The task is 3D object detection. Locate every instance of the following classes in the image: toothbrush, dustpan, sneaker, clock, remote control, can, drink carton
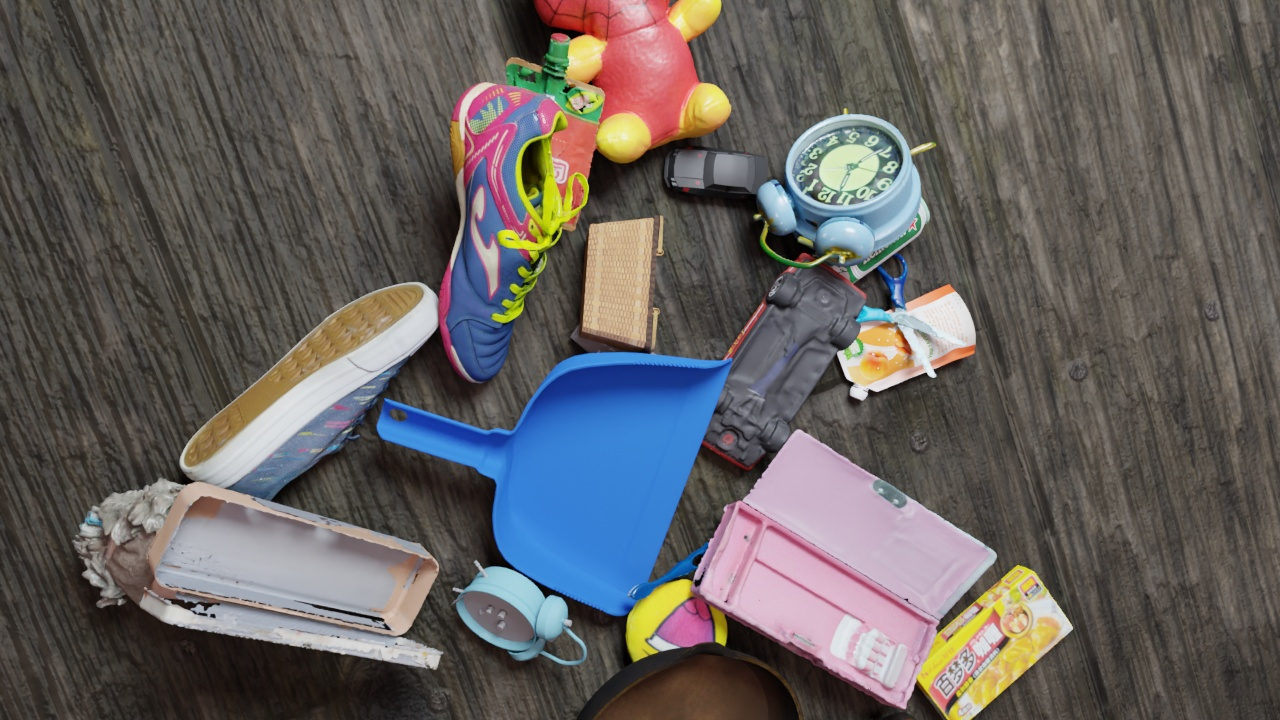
[{"bbox_3d":[0.044,0.179,0.805,0.132,0.016,0.021,-20,88,-31],"label":"toothbrush"},{"bbox_3d":[-0.084,0.076,0.753,0.257,0.059,0.246,18,106,-4],"label":"dustpan"},{"bbox_3d":[-0.250,0.030,0.741,0.235,0.087,0.079,-39,127,-5],"label":"sneaker"},{"bbox_3d":[-0.099,0.219,0.767,0.123,0.088,0.041,35,44,-4],"label":"clock"},{"bbox_3d":[-0.101,-0.083,0.702,0.091,0.116,0.242,17,120,17],"label":"sneaker"},{"bbox_3d":[-0.005,0.005,0.806,0.124,0.010,0.039,35,87,-10],"label":"remote control"},{"bbox_3d":[0.166,-0.137,0.774,0.118,0.060,0.162,29,74,29],"label":"clock"},{"bbox_3d":[0.203,-0.111,0.815,0.101,0.053,0.053,-36,98,-6],"label":"can"},{"bbox_3d":[0.239,-0.015,0.839,0.122,0.039,0.069,-22,95,-2],"label":"drink carton"}]

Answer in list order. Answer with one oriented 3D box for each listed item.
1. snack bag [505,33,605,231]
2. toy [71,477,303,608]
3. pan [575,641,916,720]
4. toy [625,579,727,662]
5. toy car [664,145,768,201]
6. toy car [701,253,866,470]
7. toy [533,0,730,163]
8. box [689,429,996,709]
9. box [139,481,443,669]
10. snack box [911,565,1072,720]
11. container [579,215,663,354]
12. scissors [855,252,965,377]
[{"bbox_3d":[-0.071,-0.181,0.727,0.087,0.044,0.155,26,129,16],"label":"snack bag"},{"bbox_3d":[-0.342,0.149,0.720,0.176,0.076,0.133,28,125,-25],"label":"toy"},{"bbox_3d":[0.090,0.341,0.810,0.355,0.043,0.249,1,106,-23],"label":"pan"},{"bbox_3d":[0.032,0.240,0.808,0.095,0.041,0.094,26,84,-19],"label":"toy"},{"bbox_3d":[0.067,-0.163,0.797,0.091,0.036,0.042,5,92,-10],"label":"toy car"},{"bbox_3d":[0.117,0.002,0.799,0.081,0.056,0.189,32,98,-12],"label":"toy car"},{"bbox_3d":[-0.015,-0.275,0.746,0.147,0.099,0.216,-23,98,-19],"label":"toy"},{"bbox_3d":[0.178,0.186,0.816,0.233,0.059,0.179,33,88,-12],"label":"box"},{"bbox_3d":[-0.250,0.164,0.694,0.216,0.095,0.107,28,60,-40],"label":"box"},{"bbox_3d":[0.330,0.272,0.871,0.152,0.025,0.075,-38,98,-6],"label":"snack box"},{"bbox_3d":[-0.017,-0.063,0.770,0.061,0.063,0.114,4,85,-7],"label":"container"},{"bbox_3d":[0.237,-0.048,0.823,0.132,0.015,0.110,26,77,15],"label":"scissors"}]
